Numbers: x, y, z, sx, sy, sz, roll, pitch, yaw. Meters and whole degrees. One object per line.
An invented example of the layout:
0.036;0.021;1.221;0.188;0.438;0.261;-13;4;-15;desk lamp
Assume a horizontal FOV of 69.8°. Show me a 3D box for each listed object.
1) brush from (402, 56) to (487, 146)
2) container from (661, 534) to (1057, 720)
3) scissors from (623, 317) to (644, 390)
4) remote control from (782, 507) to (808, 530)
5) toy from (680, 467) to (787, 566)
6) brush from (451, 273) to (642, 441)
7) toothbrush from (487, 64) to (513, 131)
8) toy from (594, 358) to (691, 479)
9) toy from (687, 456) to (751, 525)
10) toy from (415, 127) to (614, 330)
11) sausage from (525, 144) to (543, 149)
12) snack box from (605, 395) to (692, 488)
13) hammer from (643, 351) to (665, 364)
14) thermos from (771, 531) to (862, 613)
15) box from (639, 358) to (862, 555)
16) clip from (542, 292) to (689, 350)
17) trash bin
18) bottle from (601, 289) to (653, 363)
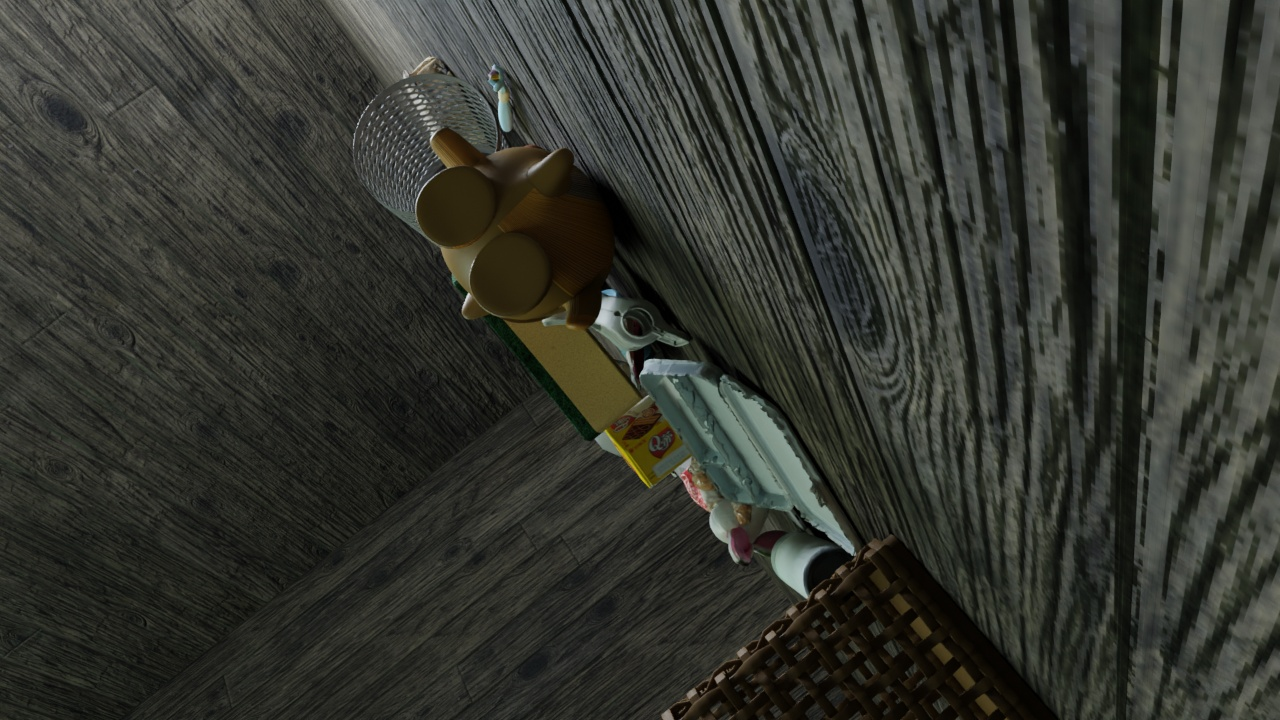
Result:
-0.241;-0.300;1.190;0.083;0.056;0.271;54;175;10;brush
0.188;0.311;0.723;0.251;0.214;0.220;50;176;19;container
-0.004;0.010;1.147;0.146;0.015;0.188;-144;37;-67;scissors
0.167;0.169;1.137;0.045;0.008;0.146;53;176;-16;remote control
0.119;0.187;1.183;0.159;0.084;0.194;16;-148;-47;toy
-0.105;-0.030;1.062;0.250;0.075;0.195;51;180;-7;brush
-0.124;-0.231;0.827;0.155;0.016;0.022;164;100;-85;toothbrush
0.006;0.084;1.322;0.268;0.140;0.247;30;161;43;toy
0.096;0.136;1.104;0.106;0.074;0.085;25;164;37;toy
-0.093;-0.096;0.783;0.198;0.162;0.203;51;-173;8;toy
-0.113;-0.188;0.912;0.044;0.039;0.164;63;173;-14;sausage
0.014;0.095;1.129;0.061;0.083;0.106;55;173;-18;snack box
0.072;0.062;1.074;0.131;0.039;0.328;54;175;-13;hammer
0.189;0.225;0.996;0.068;0.068;0.230;51;176;4;thermos
0.104;0.083;0.835;0.193;0.061;0.210;11;145;49;box
-0.024;-0.041;0.917;0.144;0.074;0.125;21;175;-5;clip
-0.216;-0.212;1.050;0.156;0.156;0.183;51;178;12;trash bin
-0.019;-0.037;1.171;0.040;0.040;0.130;48;174;44;bottle
